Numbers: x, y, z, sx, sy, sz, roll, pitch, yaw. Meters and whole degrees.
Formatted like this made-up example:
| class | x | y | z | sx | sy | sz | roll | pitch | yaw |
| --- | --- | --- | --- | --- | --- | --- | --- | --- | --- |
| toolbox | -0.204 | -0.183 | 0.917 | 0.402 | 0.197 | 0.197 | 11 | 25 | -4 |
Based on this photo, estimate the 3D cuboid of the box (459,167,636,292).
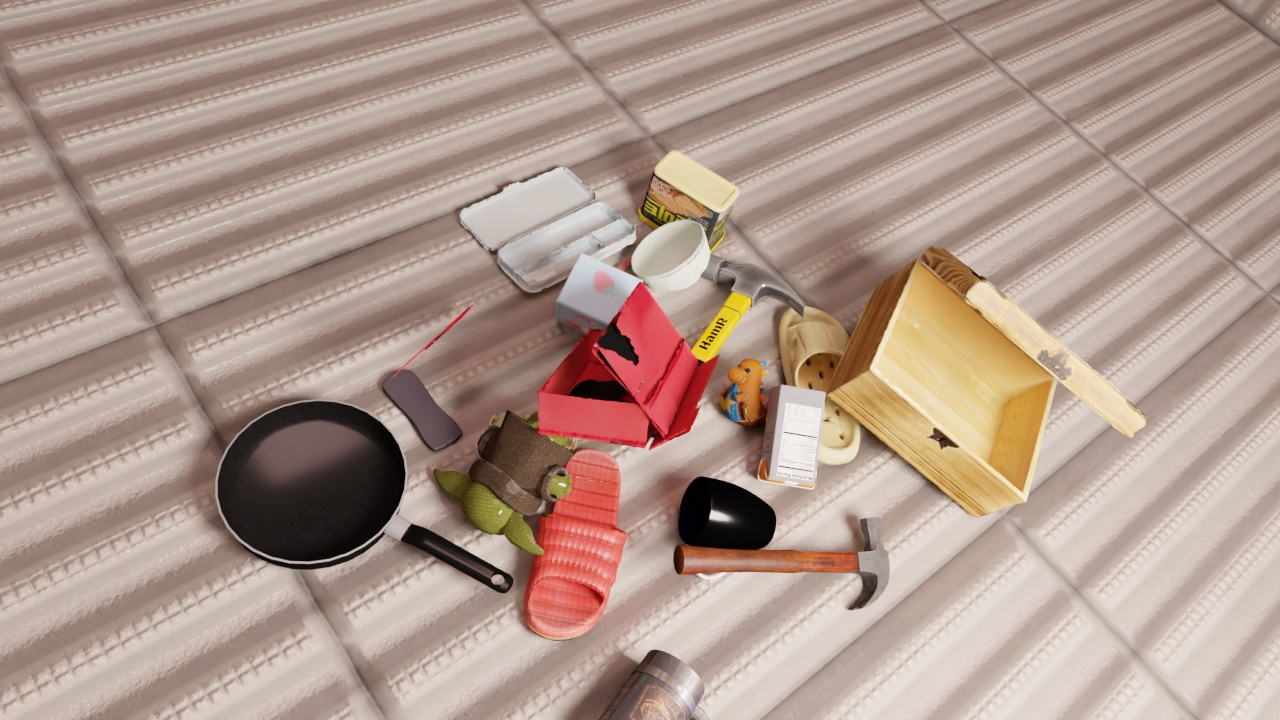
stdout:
| class | x | y | z | sx | sy | sz | roll | pitch | yaw |
| --- | --- | --- | --- | --- | --- | --- | --- | --- | --- |
| box | -0.135 | -0.194 | 1.344 | 0.208 | 0.038 | 0.190 | -33 | 62 | -31 |

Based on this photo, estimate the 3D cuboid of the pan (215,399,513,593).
| class | x | y | z | sx | sy | sz | roll | pitch | yaw |
| --- | --- | --- | --- | --- | --- | --- | --- | --- | --- |
| pan | -0.303 | 0.175 | 1.036 | 0.356 | 0.044 | 0.203 | 28 | 54 | 5 |

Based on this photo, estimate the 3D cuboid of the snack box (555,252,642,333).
| class | x | y | z | sx | sy | sz | roll | pitch | yaw |
| --- | --- | --- | --- | --- | --- | --- | --- | --- | --- |
| snack box | -0.056 | -0.080 | 1.229 | 0.093 | 0.095 | 0.079 | 24 | 76 | 2 |

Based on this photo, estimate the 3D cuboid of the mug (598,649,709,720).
| class | x | y | z | sx | sy | sz | roll | pitch | yaw |
| --- | --- | --- | --- | --- | --- | --- | --- | --- | --- |
| mug | 0.019 | 0.384 | 0.966 | 0.116 | 0.080 | 0.107 | 52 | 54 | -13 |

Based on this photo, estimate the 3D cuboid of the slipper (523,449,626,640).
| class | x | y | z | sx | sy | sz | roll | pitch | yaw |
| --- | --- | --- | --- | --- | --- | --- | --- | --- | --- |
| slipper | -0.069 | 0.203 | 1.070 | 0.103 | 0.059 | 0.248 | 16 | 53 | -3 |

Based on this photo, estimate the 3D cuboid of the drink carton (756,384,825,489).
| class | x | y | z | sx | sy | sz | roll | pitch | yaw |
| --- | --- | --- | --- | --- | --- | --- | --- | --- | --- |
| drink carton | 0.195 | 0.099 | 1.183 | 0.076 | 0.048 | 0.124 | 10 | 82 | -7 |

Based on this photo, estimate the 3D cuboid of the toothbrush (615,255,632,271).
| class | x | y | z | sx | sy | sz | roll | pitch | yaw |
| --- | --- | --- | --- | --- | --- | --- | --- | --- | --- |
| toothbrush | -0.029 | -0.135 | 1.336 | 0.015 | 0.016 | 0.184 | 41 | 56 | 14 |

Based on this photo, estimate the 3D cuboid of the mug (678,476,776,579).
| class | x | y | z | sx | sy | sz | roll | pitch | yaw |
| --- | --- | --- | --- | --- | --- | --- | --- | --- | --- |
| mug | 0.104 | 0.207 | 1.106 | 0.100 | 0.085 | 0.118 | 17 | 84 | -21 |

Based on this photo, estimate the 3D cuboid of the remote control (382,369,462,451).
| class | x | y | z | sx | sy | sz | roll | pitch | yaw |
| --- | --- | --- | --- | --- | --- | --- | --- | --- | --- |
| remote control | -0.274 | 0.060 | 1.143 | 0.046 | 0.009 | 0.124 | -33 | 69 | -30 |

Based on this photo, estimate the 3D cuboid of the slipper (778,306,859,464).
| class | x | y | z | sx | sy | sz | roll | pitch | yaw |
| --- | --- | --- | --- | --- | --- | --- | --- | --- | --- |
| slipper | 0.261 | 0.018 | 1.269 | 0.111 | 0.079 | 0.260 | 8 | 55 | -13 |

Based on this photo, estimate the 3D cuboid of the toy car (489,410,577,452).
| class | x | y | z | sx | sy | sz | roll | pitch | yaw |
| --- | --- | --- | --- | --- | --- | --- | --- | --- | --- |
| toy car | -0.132 | 0.086 | 1.138 | 0.112 | 0.047 | 0.047 | 6 | 59 | -10 |

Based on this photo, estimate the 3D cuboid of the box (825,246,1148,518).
| class | x | y | z | sx | sy | sz | roll | pitch | yaw |
| --- | --- | --- | --- | --- | --- | --- | --- | --- | --- |
| box | 0.458 | -0.009 | 1.189 | 0.279 | 0.265 | 0.268 | 38 | 52 | -7 |

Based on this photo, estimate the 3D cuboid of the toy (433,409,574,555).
| class | x | y | z | sx | sy | sz | roll | pitch | yaw |
| --- | --- | --- | --- | --- | --- | --- | --- | --- | --- |
| toy | -0.145 | 0.131 | 1.064 | 0.179 | 0.078 | 0.152 | 30 | 84 | 29 |

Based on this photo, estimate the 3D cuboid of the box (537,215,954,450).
| class | x | y | z | sx | sy | sz | roll | pitch | yaw |
| --- | --- | --- | --- | --- | --- | --- | --- | --- | --- |
| box | 0.116 | -0.017 | 1.027 | 0.468 | 0.138 | 0.214 | -11 | 19 | 20 |

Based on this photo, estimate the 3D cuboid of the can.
| class | x | y | z | sx | sy | sz | roll | pitch | yaw |
| --- | --- | --- | --- | --- | --- | --- | --- | --- | --- |
| can | 0.072 | -0.236 | 1.376 | 0.131 | 0.101 | 0.072 | 33 | 55 | 9 |

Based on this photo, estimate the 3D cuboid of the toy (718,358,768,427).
| class | x | y | z | sx | sy | sz | roll | pitch | yaw |
| --- | --- | --- | --- | --- | --- | --- | --- | --- | --- |
| toy | 0.157 | 0.044 | 1.223 | 0.103 | 0.071 | 0.090 | 5 | 98 | -27 |

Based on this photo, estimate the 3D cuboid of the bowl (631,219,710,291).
| class | x | y | z | sx | sy | sz | roll | pitch | yaw |
| --- | --- | --- | --- | --- | --- | --- | --- | --- | --- |
| bowl | 0.051 | -0.141 | 1.319 | 0.118 | 0.061 | 0.117 | -22 | 39 | 19 |

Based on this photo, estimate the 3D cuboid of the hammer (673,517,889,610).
| class | x | y | z | sx | sy | sz | roll | pitch | yaw |
| --- | --- | --- | --- | --- | --- | --- | --- | --- | --- |
| hammer | 0.172 | 0.237 | 1.077 | 0.300 | 0.028 | 0.111 | 7 | 69 | -27 |

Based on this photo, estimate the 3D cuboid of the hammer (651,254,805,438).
| class | x | y | z | sx | sy | sz | roll | pitch | yaw |
| --- | --- | --- | --- | --- | --- | --- | --- | --- | --- |
| hammer | 0.096 | -0.017 | 1.261 | 0.170 | 0.034 | 0.323 | 23 | 58 | 23 |
